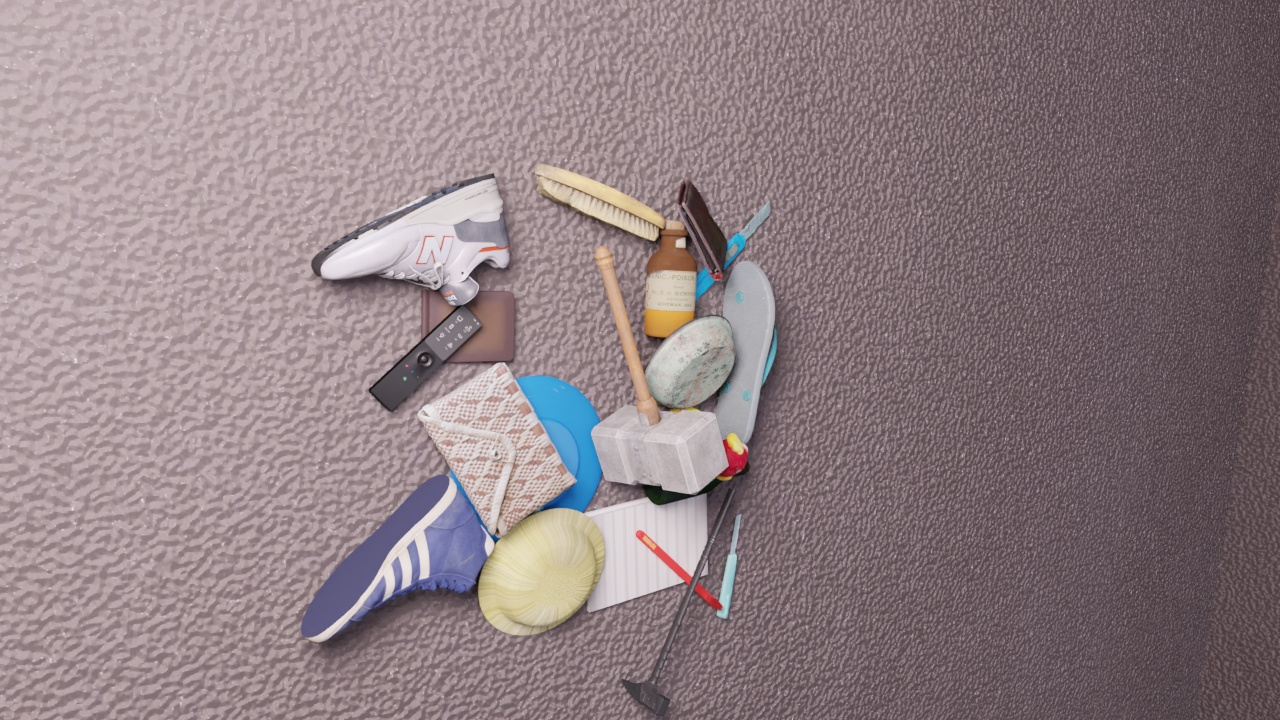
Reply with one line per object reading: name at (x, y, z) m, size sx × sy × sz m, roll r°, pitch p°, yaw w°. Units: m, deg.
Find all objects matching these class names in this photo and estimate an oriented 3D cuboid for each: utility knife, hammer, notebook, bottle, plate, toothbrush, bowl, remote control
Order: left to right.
remote control at (-0.251, -0.004, 1.076) m, size 0.149 × 0.013 × 0.034 m, roll -45°, pitch 114°, yaw -14°
plate at (-0.135, 0.132, 1.182) m, size 0.223 × 0.024 × 0.224 m, roll -6°, pitch 100°, yaw -34°
plate at (-0.117, 0.284, 1.189) m, size 0.184 × 0.036 × 0.184 m, roll -13°, pitch 116°, yaw -30°
hammer at (-0.007, 0.007, 1.161) m, size 0.082 × 0.163 × 0.318 m, roll -33°, pitch 115°, yaw -41°
notebook at (0.012, 0.265, 1.314) m, size 0.209 × 0.009 × 0.143 m, roll -9°, pitch 103°, yaw -34°
bottle at (0.042, -0.111, 1.242) m, size 0.067 × 0.068 × 0.157 m, roll -2°, pitch 98°, yaw -35°
toothbrush at (0.060, 0.309, 1.338) m, size 0.012 × 0.018 × 0.212 m, roll -52°, pitch 123°, yaw -16°
hammer at (0.065, 0.333, 1.310) m, size 0.015 × 0.095 × 0.324 m, roll 30°, pitch 79°, yaw -34°
bowl at (0.074, 0.011, 1.252) m, size 0.157 × 0.038 × 0.158 m, roll -28°, pitch 145°, yaw -22°
bottle at (0.089, 0.167, 1.326) m, size 0.173 × 0.055 × 0.055 m, roll -7°, pitch 101°, yaw -35°
utility knife at (0.124, -0.154, 1.326) m, size 0.221 × 0.015 × 0.031 m, roll -50°, pitch 125°, yaw -20°
utility knife at (0.140, 0.316, 1.406) m, size 0.022 × 0.015 × 0.166 m, roll 6°, pitch 96°, yaw -36°

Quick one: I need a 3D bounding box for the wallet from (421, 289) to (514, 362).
wallet at (-0.210, -0.040, 1.112) m, size 0.115 × 0.018 × 0.091 m, roll -2°, pitch 99°, yaw -31°

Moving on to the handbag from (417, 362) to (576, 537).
handbag at (-0.171, 0.109, 1.113) m, size 0.124 × 0.047 × 0.186 m, roll -34°, pitch 101°, yaw -23°

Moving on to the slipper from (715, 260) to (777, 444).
slipper at (0.162, -0.007, 1.323) m, size 0.054 × 0.098 × 0.269 m, roll 1°, pitch 98°, yaw -34°

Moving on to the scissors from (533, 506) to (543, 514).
scissors at (-0.132, 0.225, 1.190) m, size 0.139 × 0.011 × 0.134 m, roll -1°, pitch 111°, yaw -36°

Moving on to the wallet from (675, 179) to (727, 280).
wallet at (0.083, -0.179, 1.251) m, size 0.120 × 0.031 × 0.099 m, roll 59°, pitch 20°, yaw -24°

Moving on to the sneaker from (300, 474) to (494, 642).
sneaker at (-0.271, 0.259, 1.074) m, size 0.232 × 0.092 × 0.118 m, roll -52°, pitch 124°, yaw -27°

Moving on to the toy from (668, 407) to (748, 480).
toy at (0.083, 0.119, 1.281) m, size 0.137 × 0.067 × 0.105 m, roll 28°, pitch 52°, yaw 4°

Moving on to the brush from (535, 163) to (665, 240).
brush at (-0.050, -0.200, 1.170) m, size 0.195 × 0.059 × 0.043 m, roll 19°, pitch 95°, yaw -33°

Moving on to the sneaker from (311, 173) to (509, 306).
sneaker at (-0.237, -0.115, 1.034) m, size 0.239 × 0.089 × 0.124 m, roll -36°, pitch 112°, yaw -29°
